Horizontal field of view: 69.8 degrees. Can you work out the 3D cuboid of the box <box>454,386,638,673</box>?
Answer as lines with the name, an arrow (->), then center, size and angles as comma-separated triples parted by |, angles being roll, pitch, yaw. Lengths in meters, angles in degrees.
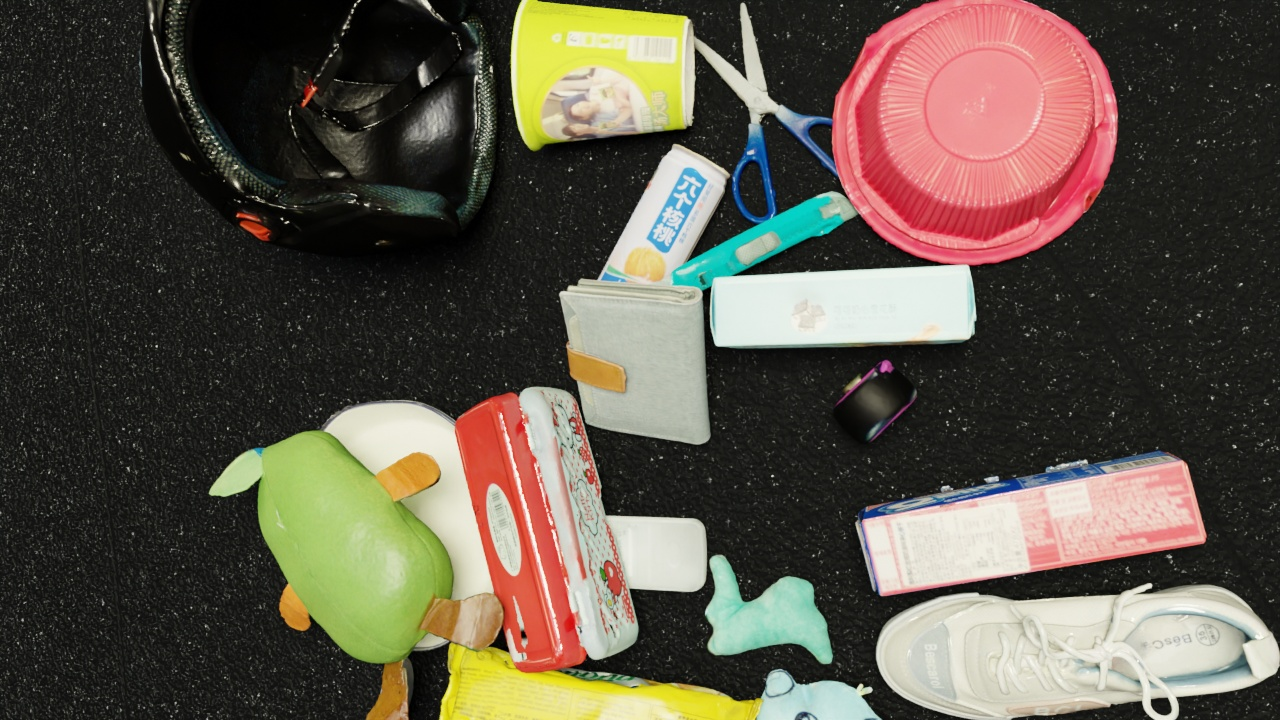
box -> -0.058, 0.120, 0.683 | 0.096, 0.098, 0.201 | -29, 73, 48

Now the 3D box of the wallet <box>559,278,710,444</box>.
wallet -> -0.004, 0.004, 0.675 | 0.107, 0.036, 0.130 | 6, 129, 16

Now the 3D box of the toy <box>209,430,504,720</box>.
toy -> -0.213, 0.149, 0.695 | 0.227, 0.089, 0.246 | -46, 74, 22

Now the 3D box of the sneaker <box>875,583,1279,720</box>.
sneaker -> 0.277, 0.196, 0.597 | 0.242, 0.090, 0.089 | -11, 85, 17

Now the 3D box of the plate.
plate -> -0.196, 0.134, 0.760 | 0.205, 0.045, 0.205 | 0, 88, 17

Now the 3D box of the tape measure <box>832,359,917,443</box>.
tape measure -> 0.164, 0.029, 0.649 | 0.039, 0.057, 0.057 | 46, 104, 12

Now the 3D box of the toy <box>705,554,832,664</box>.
toy -> 0.088, 0.187, 0.685 | 0.092, 0.030, 0.096 | -19, 79, 13

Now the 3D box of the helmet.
helmet -> -0.230, -0.190, 0.661 | 0.231, 0.274, 0.233 | -8, 75, 43

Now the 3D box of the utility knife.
utility knife -> 0.074, -0.077, 0.674 | 0.187, 0.013, 0.029 | -27, 96, -1

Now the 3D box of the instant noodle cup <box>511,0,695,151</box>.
instant noodle cup -> -0.022, -0.213, 0.685 | 0.123, 0.111, 0.111 | 2, 90, 8

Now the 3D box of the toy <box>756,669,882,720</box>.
toy -> 0.131, 0.303, 0.650 | 0.161, 0.049, 0.156 | 42, 100, 30

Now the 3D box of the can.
can -> 0.014, -0.092, 0.695 | 0.053, 0.053, 0.135 | 31, 98, 14

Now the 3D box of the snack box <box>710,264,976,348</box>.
snack box -> 0.141, -0.035, 0.646 | 0.175, 0.074, 0.051 | -2, 90, 16

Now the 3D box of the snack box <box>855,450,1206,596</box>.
snack box -> 0.256, 0.110, 0.622 | 0.208, 0.057, 0.058 | -14, 88, 16

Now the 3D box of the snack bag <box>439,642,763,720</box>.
snack bag -> -0.043, 0.301, 0.662 | 0.247, 0.068, 0.157 | 6, 60, 12

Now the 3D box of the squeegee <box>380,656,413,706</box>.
squeegee -> -0.220, 0.351, 0.765 | 0.248, 0.040, 0.250 | 16, 99, 8

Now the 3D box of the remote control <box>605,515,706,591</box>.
remote control -> -0.015, 0.150, 0.719 | 0.136, 0.020, 0.056 | -2, 88, 17

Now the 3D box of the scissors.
scissors -> 0.093, -0.180, 0.694 | 0.162, 0.012, 0.163 | 26, 96, 16

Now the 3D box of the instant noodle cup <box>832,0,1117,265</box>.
instant noodle cup -> 0.227, -0.164, 0.622 | 0.194, 0.065, 0.194 | 0, 88, 13
